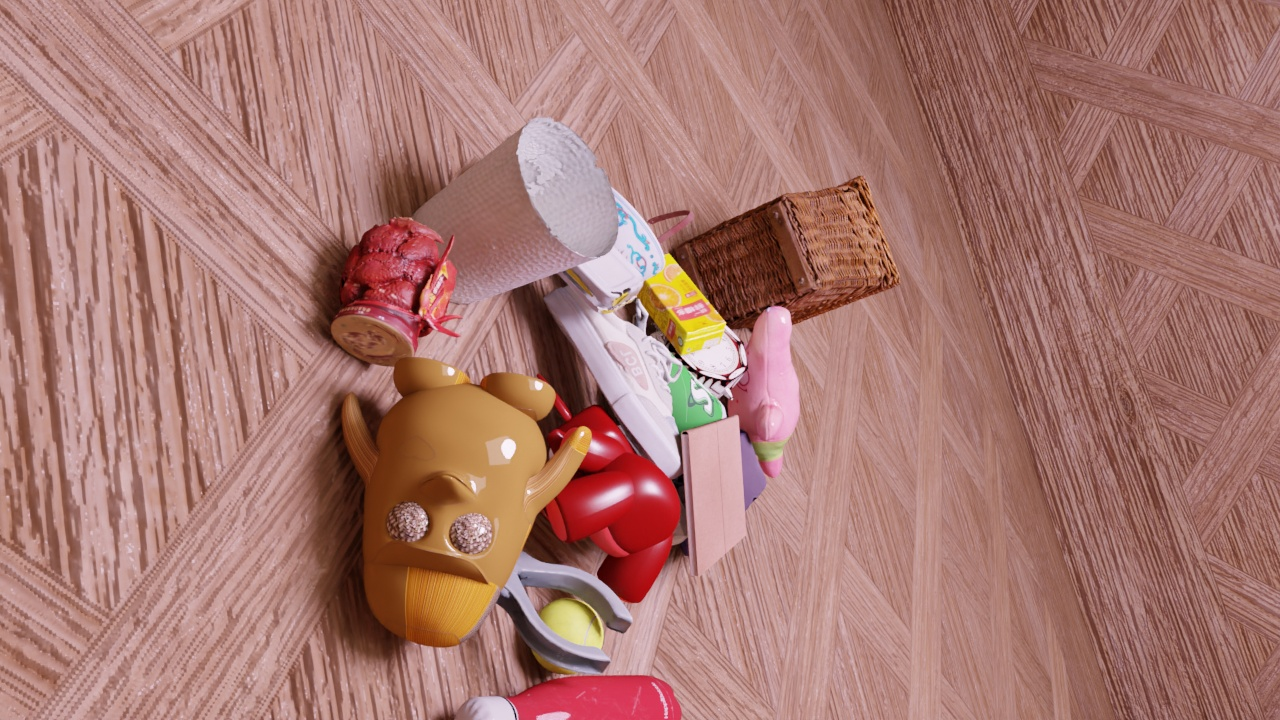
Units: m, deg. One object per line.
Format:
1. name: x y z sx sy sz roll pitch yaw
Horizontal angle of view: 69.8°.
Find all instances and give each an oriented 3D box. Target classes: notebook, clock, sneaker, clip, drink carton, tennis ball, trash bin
1. notebook: 0.081 0.136 0.977 0.208 0.008 0.141 -3 90 -71
2. clock: 0.053 -0.010 1.139 0.154 0.065 0.114 31 42 -4
3. sneaker: -0.006 0.005 0.938 0.242 0.090 0.089 57 -6 24
4. clip: -0.095 0.208 0.757 0.167 0.028 0.127 29 33 3
5. drink carton: 0.041 -0.067 1.104 0.058 0.043 0.134 -17 51 -26
6. tennis ball: -0.066 0.245 0.815 0.065 0.065 0.065 32 47 -43
7. trash bin: -0.124 -0.128 0.852 0.133 0.162 0.133 32 47 -43

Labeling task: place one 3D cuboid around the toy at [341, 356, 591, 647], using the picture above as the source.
1. toy: -0.148 0.112 0.700 0.163 0.198 0.203 102 -3 -69

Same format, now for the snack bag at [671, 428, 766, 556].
1. snack bag: 0.089 0.153 1.104 0.204 0.059 0.096 -31 99 -58

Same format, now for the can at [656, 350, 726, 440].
1. can: 0.030 0.048 1.047 0.140 0.088 0.087 43 40 -35

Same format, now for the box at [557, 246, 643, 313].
1. box: -0.084 -0.133 0.933 0.209 0.033 0.064 46 47 13

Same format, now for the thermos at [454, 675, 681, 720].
1. thermos: -0.059 0.307 0.782 0.239 0.073 0.073 22 54 -48

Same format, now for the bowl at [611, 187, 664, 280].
1. bowl: -0.050 -0.129 1.023 0.074 0.144 0.144 -45 116 -13

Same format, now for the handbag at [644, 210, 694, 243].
1. handbag: 0.014 -0.154 1.109 0.029 0.120 0.055 36 45 -41

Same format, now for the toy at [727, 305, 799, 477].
1. toy: 0.164 0.033 1.204 0.191 0.097 0.237 -99 -173 -56

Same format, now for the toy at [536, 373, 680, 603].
1. toy: -0.041 0.116 0.869 0.158 0.120 0.197 53 1 -36

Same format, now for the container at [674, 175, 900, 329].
1. container: 0.185 -0.131 1.254 0.182 0.251 0.162 -14 84 -48

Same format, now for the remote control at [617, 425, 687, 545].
1. remote control: 0.008 0.137 1.000 0.024 0.050 0.143 -29 96 -58

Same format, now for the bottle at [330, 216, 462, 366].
1. bottle: -0.198 -0.058 0.765 0.099 0.099 0.111 42 46 -36
